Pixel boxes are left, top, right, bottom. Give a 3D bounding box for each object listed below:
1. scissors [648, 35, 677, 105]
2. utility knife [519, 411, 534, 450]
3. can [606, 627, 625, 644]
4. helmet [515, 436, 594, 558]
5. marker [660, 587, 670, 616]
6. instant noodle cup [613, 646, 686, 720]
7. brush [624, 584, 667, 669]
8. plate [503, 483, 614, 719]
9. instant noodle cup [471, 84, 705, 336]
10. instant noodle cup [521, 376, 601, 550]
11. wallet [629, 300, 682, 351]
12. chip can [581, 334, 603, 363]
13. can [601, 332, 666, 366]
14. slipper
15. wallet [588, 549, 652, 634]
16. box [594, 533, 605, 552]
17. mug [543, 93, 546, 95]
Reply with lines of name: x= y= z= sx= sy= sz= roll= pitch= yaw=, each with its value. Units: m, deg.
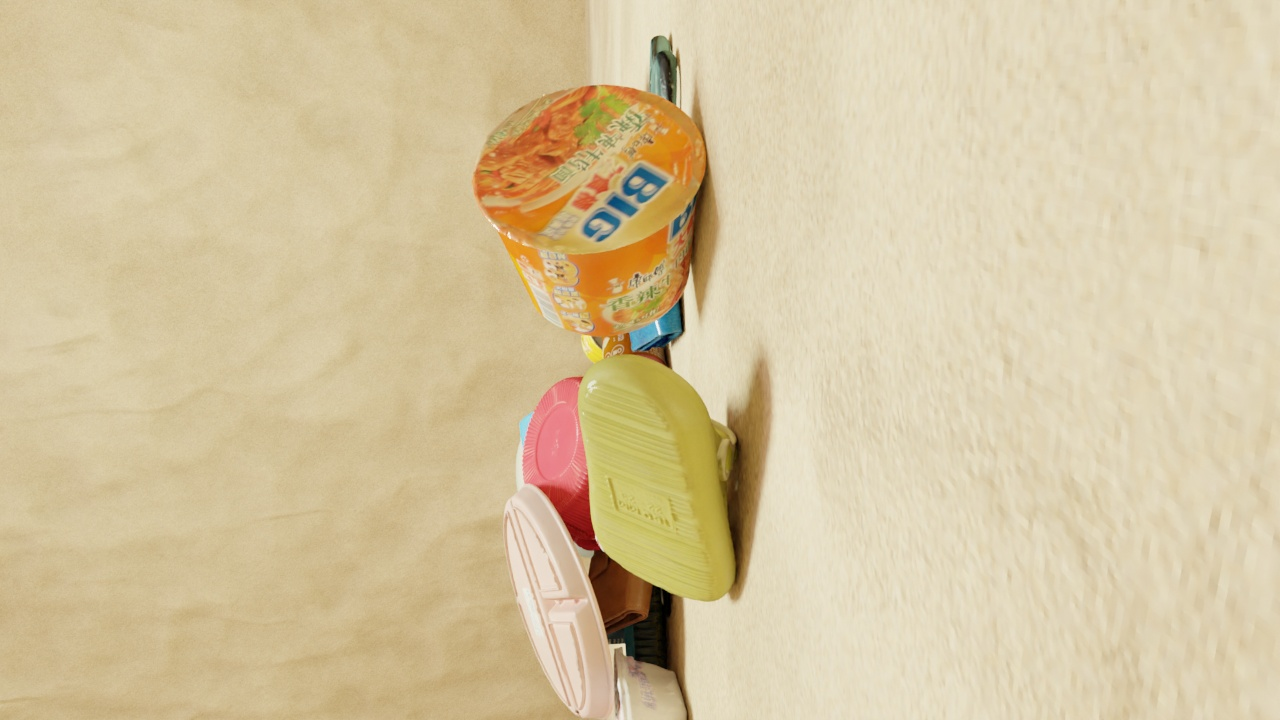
scissors: x=0.014 y=-0.190 z=0.778 sx=0.186 sy=0.019 sz=0.129 roll=96 pitch=171 yaw=-52
utility knife: x=-0.110 y=0.135 z=0.999 sx=0.018 sy=0.034 sz=0.159 roll=3 pitch=-105 yaw=-50
can: x=-0.036 y=0.268 z=0.990 sx=0.075 sy=0.111 sz=0.075 roll=176 pitch=92 yaw=-85
helmet: x=-0.072 y=0.132 z=1.101 sx=0.274 sy=0.157 sz=0.230 roll=142 pitch=125 yaw=-84
marker: x=0.023 y=0.187 z=0.845 sx=0.018 sy=0.015 sz=0.124 roll=-92 pitch=-1 yaw=-62
instant noodle cup: x=0.009 y=0.354 z=0.805 sx=0.138 sy=0.060 sz=0.173 roll=-133 pitch=40 yaw=-83
brush: x=-0.011 y=0.272 z=0.921 sx=0.055 sy=0.073 sz=0.143 roll=67 pitch=-162 yaw=-70
plate: x=-0.084 y=0.230 z=0.870 sx=0.229 sy=0.028 sz=0.230 roll=49 pitch=147 yaw=46
instant noodle cup: x=-0.029 y=-0.096 z=0.627 sx=0.111 sy=0.151 sz=0.151 roll=80 pitch=-176 yaw=-55
instant noodle cup: x=-0.058 y=0.088 z=0.907 sx=0.194 sy=0.065 sz=0.193 roll=-26 pitch=57 yaw=48
wallet: x=0.003 y=-0.078 z=0.763 sx=0.106 sy=0.040 sz=0.133 roll=152 pitch=110 yaw=-77
chip can: x=-0.026 y=-0.032 z=1.012 sx=0.213 sy=0.072 sz=0.072 roll=148 pitch=120 yaw=-83
can: x=-0.005 y=0.005 z=0.838 sx=0.058 sy=0.058 sz=0.147 roll=93 pitch=173 yaw=-49
slipper: x=0.022 y=0.060 z=0.510 sx=0.081 sy=0.092 sz=0.191 roll=-48 pitch=-35 yaw=-32
wallet: x=-0.018 y=0.193 z=0.885 sx=0.108 sy=0.031 sz=0.131 roll=-40 pitch=32 yaw=48
box: x=-0.004 y=0.091 z=0.702 sx=0.162 sy=0.087 sz=0.076 roll=-93 pitch=19 yaw=-56
mug: x=-0.044 y=-0.212 z=0.932 sx=0.081 sy=0.106 sz=0.115 roll=-107 pitch=16 yaw=-74
